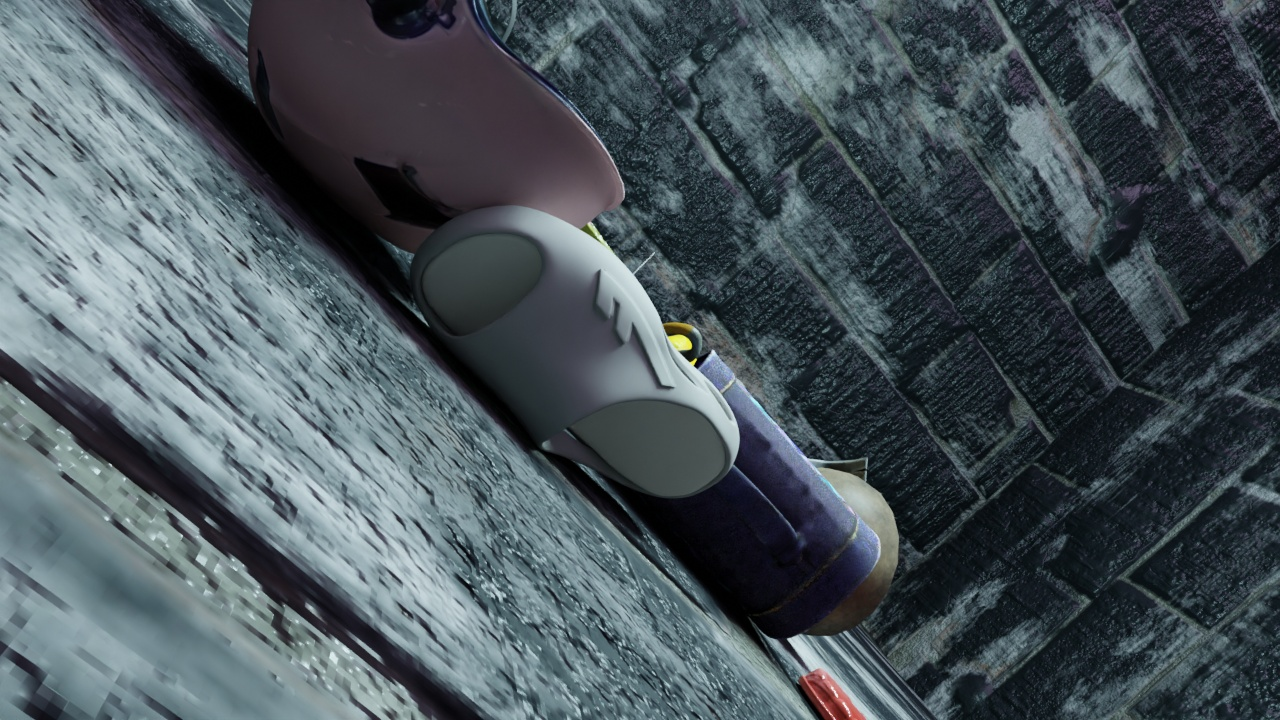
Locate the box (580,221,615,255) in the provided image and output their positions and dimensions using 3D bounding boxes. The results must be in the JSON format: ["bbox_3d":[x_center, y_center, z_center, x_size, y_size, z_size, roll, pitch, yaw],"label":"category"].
[{"bbox_3d":[-0.095,-0.097,0.868,0.221,0.124,0.082,52,0,2],"label":"box"}]

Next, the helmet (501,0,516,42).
[{"bbox_3d":[-0.198,-0.274,0.834,0.147,0.228,0.241,58,5,18],"label":"helmet"}]

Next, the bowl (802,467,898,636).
[{"bbox_3d":[0.160,0.178,0.885,0.070,0.162,0.162,28,12,-35],"label":"bowl"}]

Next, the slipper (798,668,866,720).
[{"bbox_3d":[0.203,0.297,0.628,0.103,0.059,0.249,48,-1,-43],"label":"slipper"}]

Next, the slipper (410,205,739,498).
[{"bbox_3d":[-0.024,0.022,0.548,0.266,0.113,0.080,47,21,-37],"label":"slipper"}]

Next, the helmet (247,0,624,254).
[{"bbox_3d":[-0.135,-0.152,0.564,0.255,0.152,0.230,42,-8,11],"label":"helmet"}]

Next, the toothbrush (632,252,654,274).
[{"bbox_3d":[-0.049,-0.080,1.193,0.010,0.181,0.010,45,-4,-1],"label":"toothbrush"}]

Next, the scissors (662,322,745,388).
[{"bbox_3d":[-0.006,0.005,0.912,0.228,0.016,0.134,-1,-42,40],"label":"scissors"}]

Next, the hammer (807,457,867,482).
[{"bbox_3d":[0.092,0.094,0.960,0.324,0.034,0.170,18,-17,-34],"label":"hammer"}]

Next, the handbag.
[{"bbox_3d":[0.076,0.105,0.751,0.205,0.125,0.222,48,-2,-5],"label":"handbag"}]

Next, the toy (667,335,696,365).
[{"bbox_3d":[0.053,0.064,1.139,0.194,0.135,0.087,56,26,2],"label":"toy"}]
